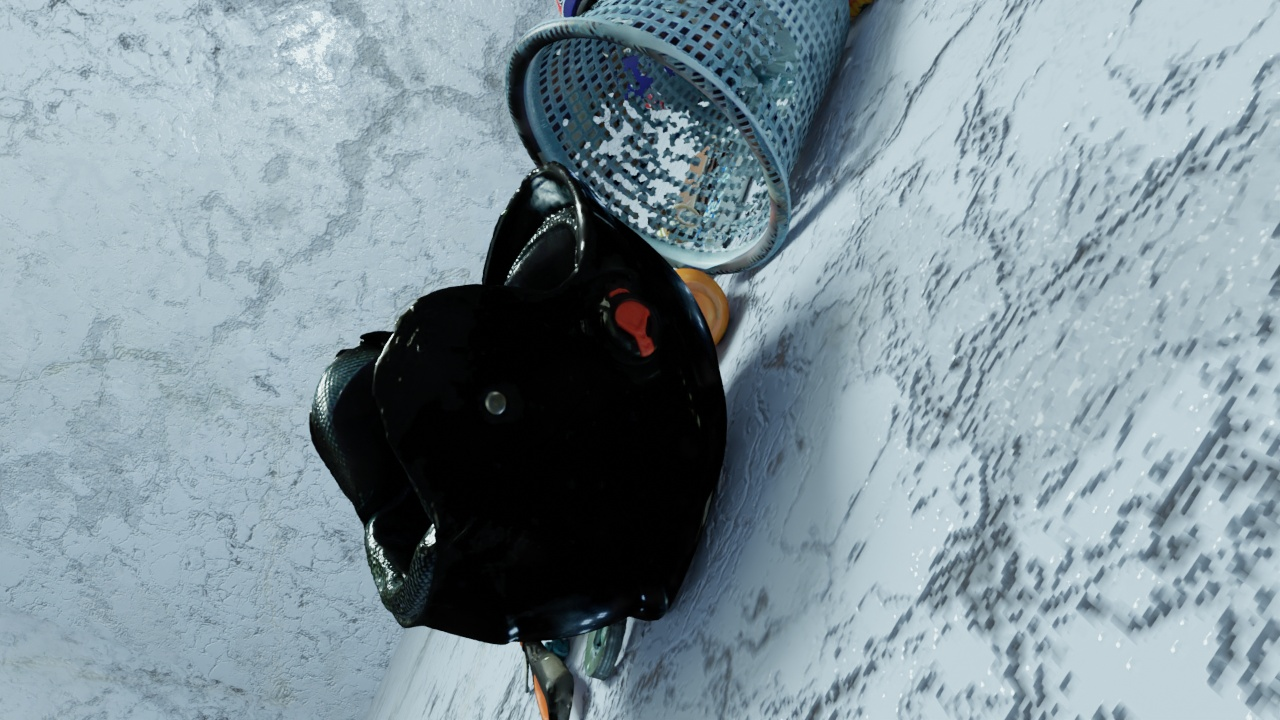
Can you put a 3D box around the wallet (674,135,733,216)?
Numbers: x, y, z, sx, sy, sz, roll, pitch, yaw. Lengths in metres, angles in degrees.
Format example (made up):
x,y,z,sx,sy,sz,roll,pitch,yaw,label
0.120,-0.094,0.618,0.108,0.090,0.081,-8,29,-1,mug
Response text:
x,y,z,sx,sy,sz,roll,pitch,yaw,label
0.061,-0.181,0.992,0.125,0.032,0.101,154,137,-76,wallet

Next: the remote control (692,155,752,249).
x,y,z,sx,sy,sz,roll,pitch,yaw,label
0.070,-0.128,0.827,0.124,0.024,0.049,-68,10,-19,remote control

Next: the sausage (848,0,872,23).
x,y,z,sx,sy,sz,roll,pitch,yaw,label
0.151,-0.270,0.742,0.165,0.021,0.021,164,129,-78,sausage

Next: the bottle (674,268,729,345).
x,y,z,sx,sy,sz,roll,pitch,yaw,label
0.027,-0.040,0.727,0.149,0.066,0.067,-132,67,-81,bottle

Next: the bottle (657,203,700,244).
x,y,z,sx,sy,sz,roll,pitch,yaw,label
0.007,-0.089,0.973,0.207,0.060,0.059,-54,16,51,bottle

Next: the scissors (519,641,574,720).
x,y,z,sx,sy,sz,roll,pitch,yaw,label
-0.081,0.203,0.704,0.221,0.021,0.229,-132,38,-64,scissors

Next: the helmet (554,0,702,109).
x,y,z,sx,sy,sz,roll,pitch,yaw,label
0.030,-0.432,1.109,0.247,0.240,0.315,-39,3,3,helmet

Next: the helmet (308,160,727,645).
x,y,z,sx,sy,sz,roll,pitch,yaw,label
-0.060,0.031,0.540,0.234,0.230,0.274,-9,57,61,helmet

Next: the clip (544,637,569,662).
x,y,z,sx,sy,sz,roll,pitch,yaw,label
-0.067,0.229,0.739,0.055,0.013,0.038,-127,61,-81,clip

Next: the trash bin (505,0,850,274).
x,y,z,sx,sy,sz,roll,pitch,yaw,label
0.048,-0.209,0.671,0.194,0.226,0.227,-56,5,-23,trash bin

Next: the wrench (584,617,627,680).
x,y,z,sx,sy,sz,roll,pitch,yaw,label
-0.020,0.137,0.697,0.272,0.016,0.056,-86,19,-64,wrench
